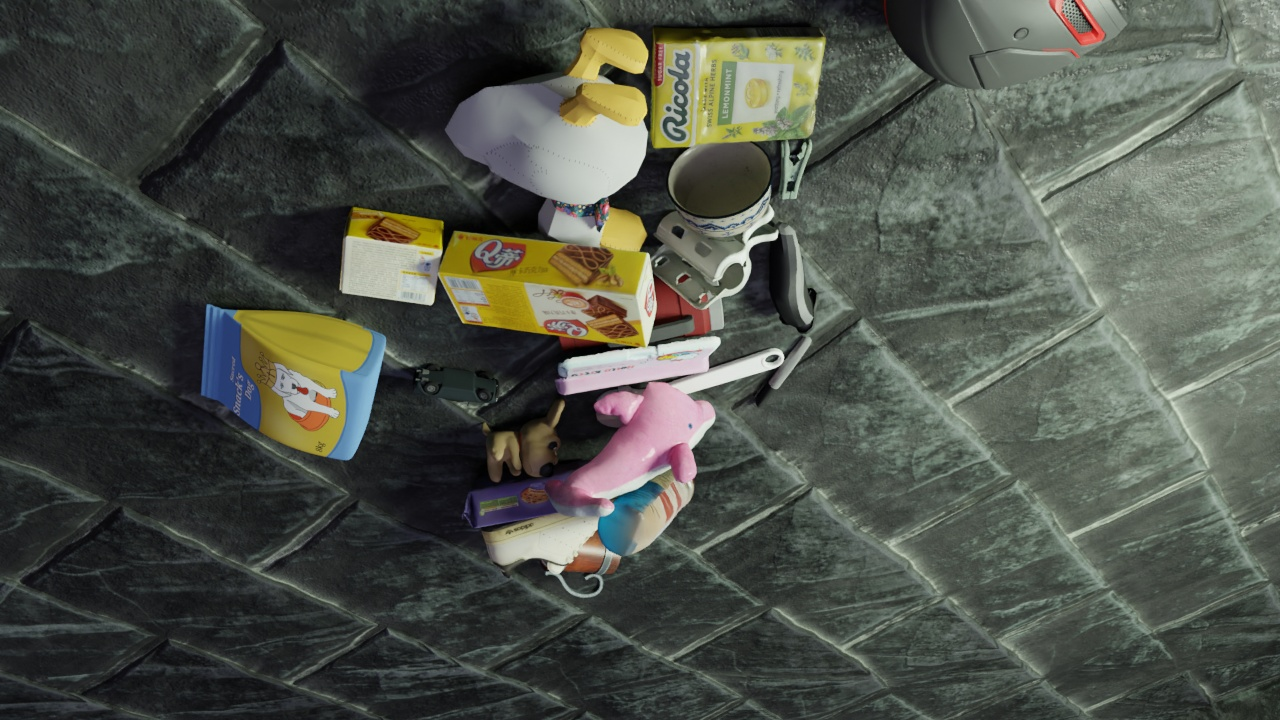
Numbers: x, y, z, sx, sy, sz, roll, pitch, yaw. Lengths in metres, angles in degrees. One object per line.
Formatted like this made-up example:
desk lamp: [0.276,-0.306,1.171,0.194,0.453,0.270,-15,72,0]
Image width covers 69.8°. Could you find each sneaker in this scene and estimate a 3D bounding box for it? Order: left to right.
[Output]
sneaker: [-0.109,0.259,1.357,0.241,0.089,0.102,-12,94,-18]

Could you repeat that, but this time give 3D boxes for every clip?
clip: [0.085,-0.140,1.051,0.151,0.126,0.091,-42,138,-2]
clip: [0.173,-0.220,1.049,0.035,0.023,0.075,-4,135,-7]

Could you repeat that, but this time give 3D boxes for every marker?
marker: [0.196,0.016,1.279,0.022,0.016,0.139,29,125,-3]

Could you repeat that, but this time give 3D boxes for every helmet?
helmet: [0.320,-0.345,0.858,0.170,0.164,0.264,-31,141,34]

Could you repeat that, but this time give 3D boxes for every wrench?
wrench: [0.067,0.034,1.273,0.273,0.018,0.066,-18,133,6]

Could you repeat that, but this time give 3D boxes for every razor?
razor: [0.185,-0.104,1.142,0.060,0.057,0.156,-41,134,-14]

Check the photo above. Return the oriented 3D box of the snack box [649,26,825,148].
snack box: [0.101,-0.285,0.960,0.181,0.045,0.121,-3,134,-6]

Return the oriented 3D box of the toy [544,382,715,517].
toy: [-0.015,0.105,1.218,0.265,0.187,0.128,-34,112,-25]

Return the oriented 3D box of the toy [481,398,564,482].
toy: [-0.159,0.119,1.268,0.108,0.105,0.134,-7,138,-18]

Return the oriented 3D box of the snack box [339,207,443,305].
snack box: [-0.283,-0.118,1.044,0.105,0.061,0.084,7,132,-15]

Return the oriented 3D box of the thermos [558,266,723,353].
thermos: [-0.001,-0.055,1.116,0.198,0.108,0.084,-9,122,2]

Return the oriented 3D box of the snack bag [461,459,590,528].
snack bag: [-0.151,0.186,1.327,0.205,0.096,0.058,-12,99,1]

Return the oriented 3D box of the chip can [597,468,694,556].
chip can: [0.013,0.202,1.282,0.080,0.229,0.080,3,101,17]

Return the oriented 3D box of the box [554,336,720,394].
box: [-0.006,0.010,1.163,0.201,0.044,0.155,-9,176,-9]

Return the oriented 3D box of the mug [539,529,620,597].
mug: [-0.099,0.316,1.454,0.111,0.081,0.117,14,94,-26]

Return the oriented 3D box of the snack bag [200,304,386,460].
snack bag: [-0.434,0.019,1.131,0.205,0.102,0.159,17,129,-10]

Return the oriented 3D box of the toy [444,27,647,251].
toy: [-0.076,-0.210,0.949,0.246,0.140,0.268,13,147,-18]

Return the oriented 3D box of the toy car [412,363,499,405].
toy car: [-0.242,0.034,1.204,0.112,0.046,0.034,9,129,-15]

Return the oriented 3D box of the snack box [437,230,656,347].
snack box: [-0.102,-0.079,1.041,0.230,0.061,0.110,8,152,11]

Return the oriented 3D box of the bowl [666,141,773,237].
bowl: [0.090,-0.184,1.012,0.115,0.115,0.059,-15,148,5]
